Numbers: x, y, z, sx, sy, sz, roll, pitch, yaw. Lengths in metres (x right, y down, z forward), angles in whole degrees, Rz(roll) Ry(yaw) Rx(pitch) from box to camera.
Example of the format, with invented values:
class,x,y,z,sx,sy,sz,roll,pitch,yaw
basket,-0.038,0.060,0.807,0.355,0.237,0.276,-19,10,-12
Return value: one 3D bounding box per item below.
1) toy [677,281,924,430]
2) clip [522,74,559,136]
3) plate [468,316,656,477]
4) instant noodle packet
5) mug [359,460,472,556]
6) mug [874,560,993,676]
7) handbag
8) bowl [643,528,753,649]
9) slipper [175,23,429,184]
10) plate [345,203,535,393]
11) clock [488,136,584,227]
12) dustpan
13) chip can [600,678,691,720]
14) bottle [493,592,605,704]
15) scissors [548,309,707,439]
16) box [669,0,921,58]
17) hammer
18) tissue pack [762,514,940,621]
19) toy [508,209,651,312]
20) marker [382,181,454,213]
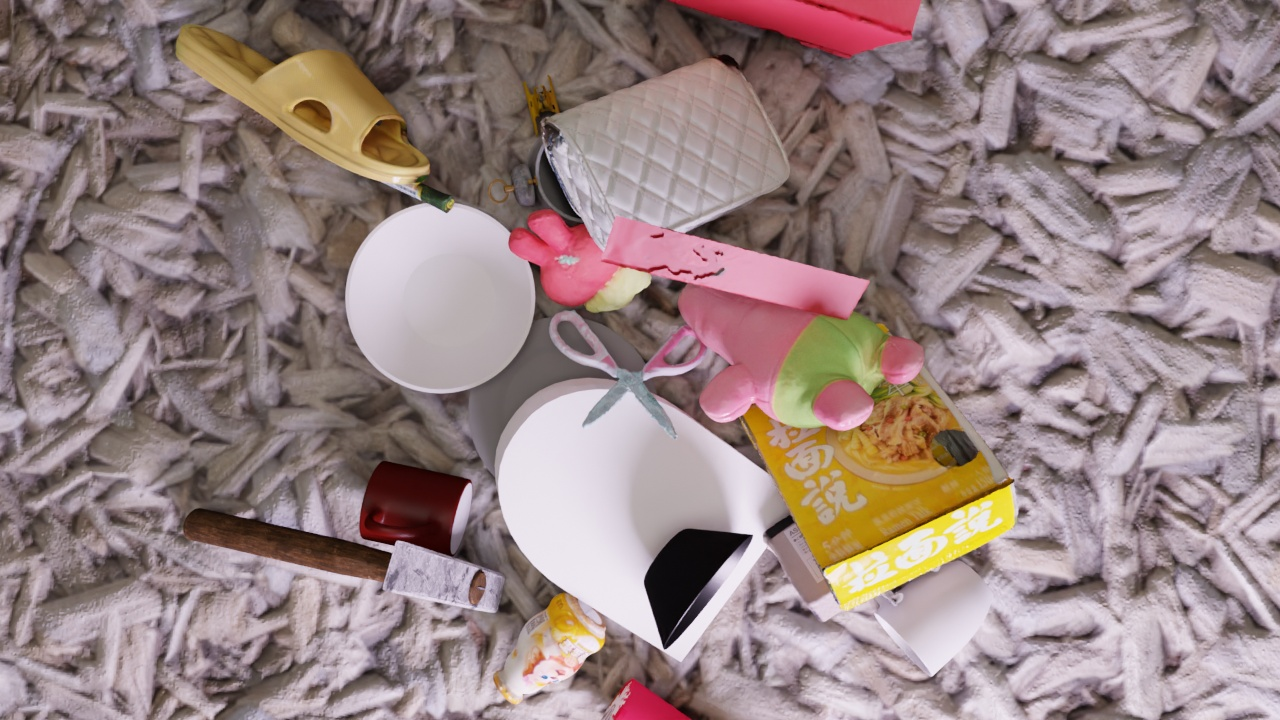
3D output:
class,x,y,z,sx,sy,sz,roll,pitch,yaw
toy,0.119,-0.010,0.786,0.191,0.237,0.097,-28,131,-33
clip,-0.089,-0.239,0.850,0.046,0.048,0.054,-14,89,47
plate,-0.072,0.048,0.864,0.178,0.012,0.178,0,91,2
instant noodle packet,0.188,0.073,0.788,0.163,0.084,0.221,-28,50,4
mug,-0.204,0.138,0.823,0.082,0.105,0.073,12,98,2
mug,0.258,0.214,0.834,0.089,0.071,0.107,-40,64,-5
handbag,0.023,-0.176,0.794,0.194,0.073,0.139,-26,88,-25
bowl,0.040,0.185,0.800,0.052,0.124,0.124,37,91,17
slipper,-0.293,-0.245,0.823,0.263,0.099,0.078,30,107,6
plate,-0.182,-0.058,0.855,0.174,0.036,0.174,0,91,2
clock,-0.066,-0.167,0.836,0.147,0.056,0.104,-13,96,-9
dustpan,-0.011,0.129,0.848,0.257,0.053,0.191,36,92,-16
chip can,0.064,0.382,0.835,0.220,0.069,0.069,35,91,2
bottle,-0.085,0.266,0.842,0.108,0.063,0.063,-44,89,2
scissors,-0.017,0.003,0.815,0.175,0.013,0.170,31,48,16
box,0.125,-0.417,0.801,0.213,0.148,0.373,13,65,-12
hammer,-0.288,0.164,0.796,0.301,0.218,0.037,9,73,14
tissue pack,0.213,0.154,0.819,0.181,0.071,0.104,-32,45,-1
toy,-0.054,-0.088,0.825,0.135,0.045,0.092,25,121,-26
marker,-0.232,-0.170,0.844,0.146,0.017,0.017,27,91,20
